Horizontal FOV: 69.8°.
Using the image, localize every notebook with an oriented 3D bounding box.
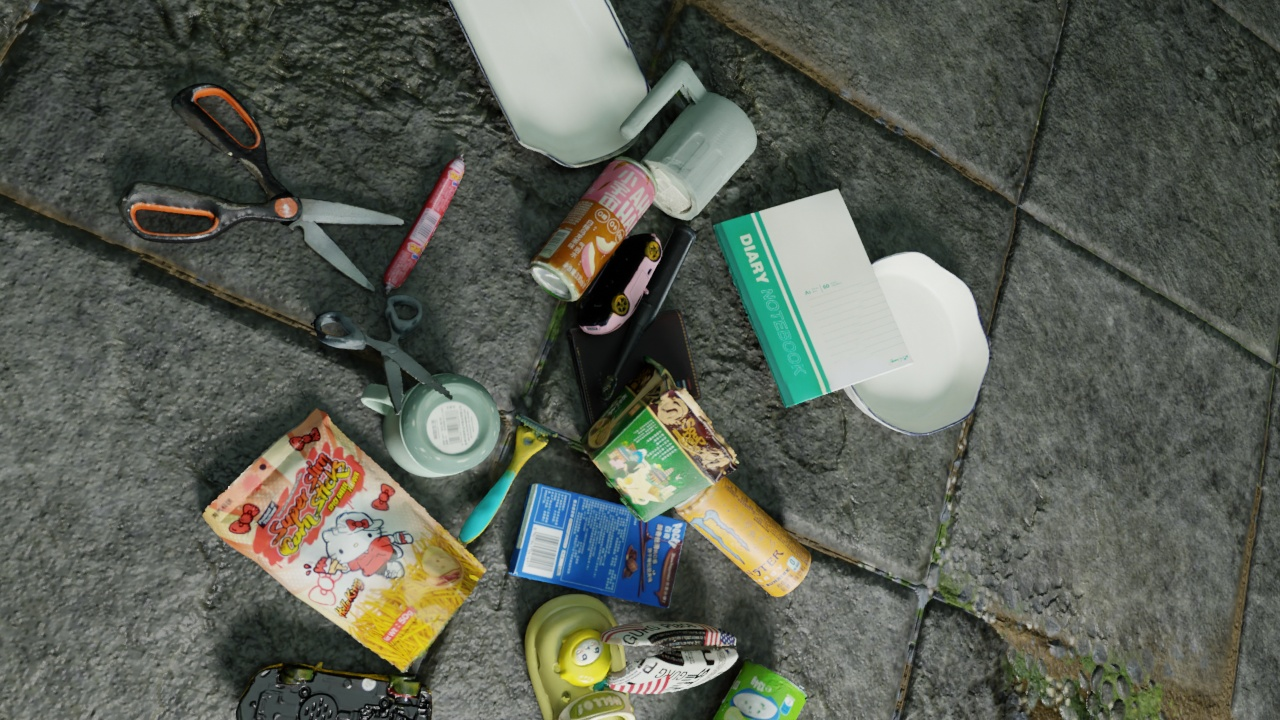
[{"bbox_3d":[0.180,-0.069,0.965,0.150,0.012,0.209,-18,78,-12],"label":"notebook"}]

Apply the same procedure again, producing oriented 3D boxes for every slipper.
[{"bbox_3d":[-0.040,0.302,0.809,0.091,0.082,0.190,-10,88,-27],"label":"slipper"}]

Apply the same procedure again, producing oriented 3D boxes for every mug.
[{"bbox_3d":[-0.180,0.049,0.772,0.111,0.106,0.082,29,72,-16],"label":"mug"},{"bbox_3d":[0.044,-0.219,0.921,0.124,0.084,0.103,48,68,-26],"label":"mug"}]

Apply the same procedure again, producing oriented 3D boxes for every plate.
[{"bbox_3d":[0.297,-0.017,1.024,0.204,0.046,0.204,4,80,-24],"label":"plate"},{"bbox_3d":[-0.096,-0.314,0.907,0.161,0.034,0.265,-29,93,-25],"label":"plate"}]

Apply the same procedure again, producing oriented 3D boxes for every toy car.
[{"bbox_3d":[-0.244,0.283,0.742,0.155,0.041,0.071,15,76,-22],"label":"toy car"},{"bbox_3d":[-0.018,-0.073,0.887,0.037,0.056,0.122,53,54,-38],"label":"toy car"}]

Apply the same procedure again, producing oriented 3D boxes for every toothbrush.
[{"bbox_3d":[0.006,-0.049,0.893,0.026,0.027,0.212,21,61,9],"label":"toothbrush"}]

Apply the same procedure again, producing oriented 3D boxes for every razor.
[{"bbox_3d":[-0.125,0.110,0.829,0.043,0.028,0.132,28,67,7],"label":"razor"}]

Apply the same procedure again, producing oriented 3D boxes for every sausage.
[{"bbox_3d":[-0.196,-0.127,0.842,0.020,0.020,0.155,30,71,-17],"label":"sausage"}]

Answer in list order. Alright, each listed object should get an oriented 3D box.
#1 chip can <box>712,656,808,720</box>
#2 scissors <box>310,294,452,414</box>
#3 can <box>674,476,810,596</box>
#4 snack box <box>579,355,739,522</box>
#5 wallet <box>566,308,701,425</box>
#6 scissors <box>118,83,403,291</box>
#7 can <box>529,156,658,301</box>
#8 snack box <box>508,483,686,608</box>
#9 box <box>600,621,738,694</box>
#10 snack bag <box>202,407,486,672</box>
[{"bbox_3d":[0.069,0.394,0.845,0.072,0.072,0.235,40,68,-13],"label":"chip can"},{"bbox_3d":[-0.209,-0.011,0.760,0.159,0.014,0.171,8,34,12],"label":"scissors"},{"bbox_3d":[0.099,0.166,0.901,0.146,0.058,0.058,42,68,-12],"label":"can"},{"bbox_3d":[0.010,0.077,0.850,0.105,0.117,0.118,-39,104,-4],"label":"snack box"},{"bbox_3d":[-0.005,0.005,0.905,0.122,0.020,0.096,-12,87,-22],"label":"wallet"},{"bbox_3d":[-0.325,-0.146,0.787,0.220,0.022,0.223,-16,88,-24],"label":"scissors"},{"bbox_3d":[-0.044,-0.127,0.886,0.058,0.058,0.147,40,69,-13],"label":"can"},{"bbox_3d":[-0.038,0.174,0.858,0.157,0.026,0.084,18,75,-20],"label":"snack box"},{"bbox_3d":[0.029,0.251,0.823,0.163,0.074,0.079,22,43,-49],"label":"box"},{"bbox_3d":[-0.239,0.150,0.762,0.208,0.073,0.128,42,68,-4],"label":"snack bag"}]
